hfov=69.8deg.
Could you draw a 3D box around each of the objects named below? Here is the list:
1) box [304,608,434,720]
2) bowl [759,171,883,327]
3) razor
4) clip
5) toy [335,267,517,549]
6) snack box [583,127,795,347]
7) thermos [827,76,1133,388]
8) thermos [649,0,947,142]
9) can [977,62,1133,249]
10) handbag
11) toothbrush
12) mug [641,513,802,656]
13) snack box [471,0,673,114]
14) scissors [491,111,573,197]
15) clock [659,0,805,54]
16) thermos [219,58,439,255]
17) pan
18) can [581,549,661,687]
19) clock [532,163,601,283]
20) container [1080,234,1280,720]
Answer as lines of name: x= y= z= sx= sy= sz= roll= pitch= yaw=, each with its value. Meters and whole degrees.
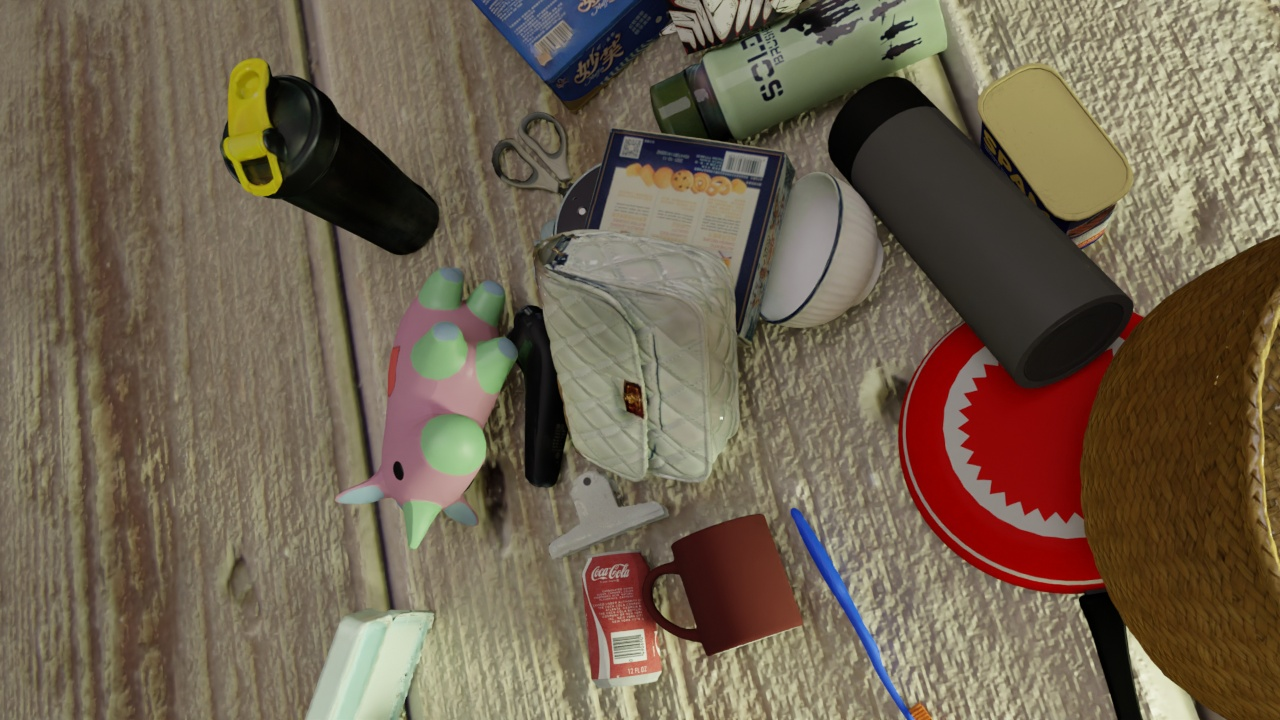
box: x=-0.227 y=0.289 z=0.705 sx=0.041 sy=0.134 sz=0.197 roll=18 pitch=84 yaw=11
bowl: x=0.140 y=-0.076 z=0.692 sx=0.062 sy=0.118 sz=0.118 roll=16 pitch=81 yaw=-20
razor: x=-0.085 y=0.030 z=0.769 sx=0.067 sy=0.053 sz=0.151 roll=-1 pitch=84 yaw=30
clip: x=-0.035 y=0.117 z=0.732 sx=0.102 sy=0.050 sz=0.058 roll=-24 pitch=83 yaw=11
toy: x=-0.169 y=0.029 z=0.767 sx=0.172 sy=0.120 sz=0.221 roll=-56 pitch=32 yaw=32
snack box: x=0.030 y=-0.097 z=0.706 sx=0.144 sy=0.042 sz=0.145 roll=14 pitch=87 yaw=19
thermos: x=0.223 y=-0.096 z=0.637 sx=0.082 sy=0.082 sz=0.240 roll=-34 pitch=53 yaw=9
thermos: x=0.120 y=-0.239 z=0.744 sx=0.232 sy=0.082 sz=0.082 roll=-22 pitch=71 yaw=14
can: x=0.288 y=-0.137 z=0.650 sx=0.056 sy=0.092 sz=0.116 roll=-30 pitch=70 yaw=10
handbag: x=-0.004 y=0.004 z=0.667 sx=0.139 sy=0.195 sz=0.072 roll=13 pitch=45 yaw=22
toothbrush: x=0.158 y=0.185 z=0.661 sx=0.018 sy=0.016 sz=0.182 roll=-30 pitch=70 yaw=5
mug: x=0.054 y=0.169 z=0.668 sx=0.106 sy=0.073 sz=0.082 roll=-21 pitch=71 yaw=8
snack box: x=-0.040 y=-0.351 z=0.826 sx=0.203 sy=0.069 sz=0.155 roll=-42 pitch=68 yaw=7
scissors: x=-0.076 y=-0.149 z=0.824 sx=0.121 sy=0.012 sz=0.171 roll=-18 pitch=76 yaw=14
clock: x=0.091 y=-0.307 z=0.736 sx=0.155 sy=0.114 sz=0.065 roll=-11 pitch=117 yaw=34
thermos: x=-0.256 y=-0.156 z=0.774 sx=0.098 sy=0.220 sz=0.098 roll=-4 pitch=76 yaw=17
pan: x=0.295 y=0.122 z=0.609 sx=0.209 sy=0.067 sz=0.355 roll=-13 pitch=70 yaw=15
can: x=-0.015 y=0.196 z=0.699 sx=0.054 sy=0.054 sz=0.096 roll=-11 pitch=74 yaw=16
clock: x=-0.018 y=-0.099 z=0.769 sx=0.159 sy=0.045 sz=0.122 roll=-30 pitch=74 yaw=11
container: x=0.395 y=0.067 z=0.477 sx=0.307 sy=0.197 sz=0.306 roll=1 pitch=82 yaw=-4
